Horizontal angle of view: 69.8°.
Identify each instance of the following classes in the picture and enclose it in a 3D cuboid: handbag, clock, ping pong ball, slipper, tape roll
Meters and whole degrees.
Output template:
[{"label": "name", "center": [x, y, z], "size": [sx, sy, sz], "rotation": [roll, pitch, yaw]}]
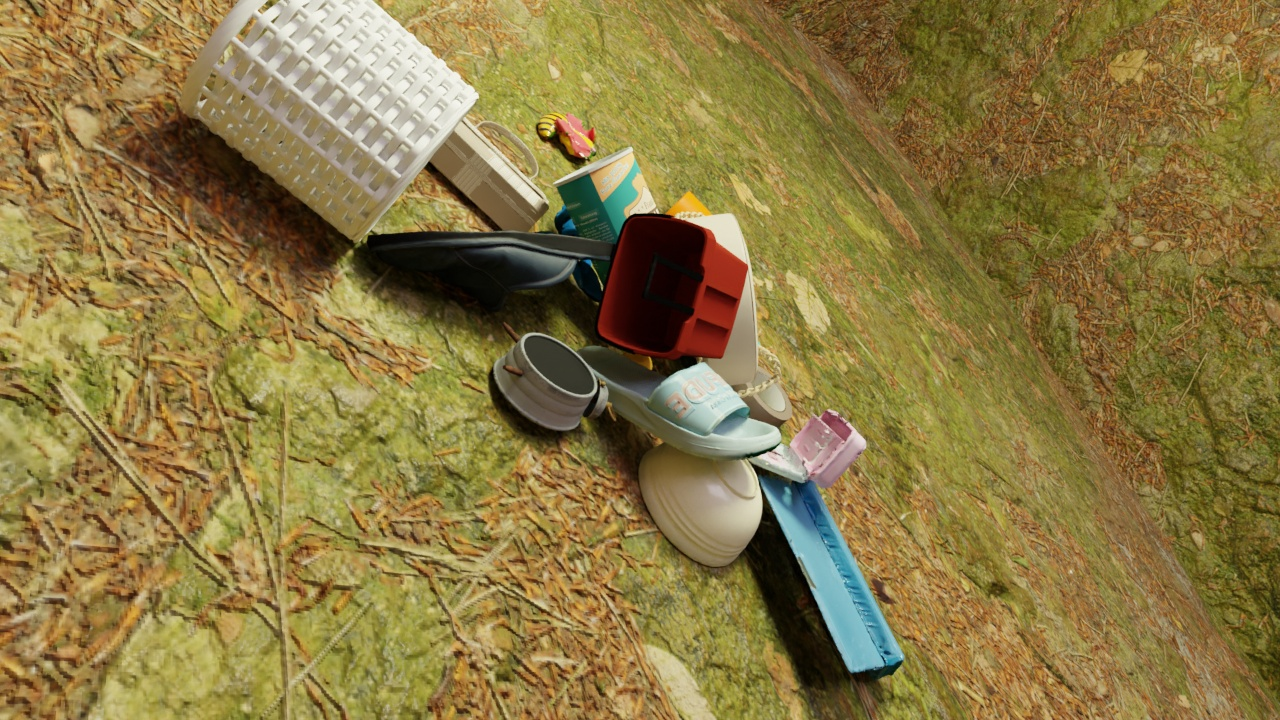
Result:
[{"label": "handbag", "center": [-0.178, -0.253, 1.140], "size": [0.175, 0.062, 0.197], "rotation": [43, 24, -11]}, {"label": "clock", "center": [-0.083, 0.027, 0.924], "size": [0.147, 0.056, 0.103], "rotation": [27, 26, -25]}, {"label": "ping pong ball", "center": [-0.006, 0.006, 1.069], "size": [0.040, 0.040, 0.040], "rotation": [33, 32, -25]}, {"label": "slipper", "center": [-0.145, -0.091, 0.942], "size": [0.265, 0.109, 0.083], "rotation": [-1, 97, -36]}, {"label": "handbag", "center": [0.104, -0.077, 1.156], "size": [0.208, 0.103, 0.211], "rotation": [-98, -179, -60]}, {"label": "tape roll", "center": [0.164, 0.051, 1.255], "size": [0.093, 0.030, 0.093], "rotation": [33, 32, -25]}, {"label": "slipper", "center": [0.034, 0.034, 0.971], "size": [0.245, 0.074, 0.103], "rotation": [26, 23, 22]}]

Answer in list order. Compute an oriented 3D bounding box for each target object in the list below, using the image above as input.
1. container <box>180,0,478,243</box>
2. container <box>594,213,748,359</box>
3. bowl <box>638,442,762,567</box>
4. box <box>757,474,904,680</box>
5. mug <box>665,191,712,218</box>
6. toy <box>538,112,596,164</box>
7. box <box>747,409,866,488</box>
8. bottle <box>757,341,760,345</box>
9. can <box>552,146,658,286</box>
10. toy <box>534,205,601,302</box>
[{"label": "container", "center": [-0.279, -0.237, 0.844], "size": [0.187, 0.190, 0.188], "rotation": [40, 30, -17]}, {"label": "container", "center": [0.018, -0.076, 0.947], "size": [0.127, 0.148, 0.200], "rotation": [17, 1, 37]}, {"label": "bowl", "center": [0.078, 0.138, 0.988], "size": [0.150, 0.075, 0.150], "rotation": [33, 33, -25]}, {"label": "box", "center": [0.217, 0.236, 1.022], "size": [0.175, 0.060, 0.231], "rotation": [42, 21, -61]}, {"label": "mug", "center": [0.069, -0.184, 1.379], "size": [0.096, 0.078, 0.112], "rotation": [45, 57, -6]}, {"label": "toy", "center": [-0.101, -0.329, 1.348], "size": [0.103, 0.046, 0.084], "rotation": [28, 48, -24]}, {"label": "box", "center": [0.181, 0.090, 1.088], "size": [0.101, 0.111, 0.201], "rotation": [40, 5, -1]}, {"label": "bottle", "center": [0.119, -0.065, 1.321], "size": [0.136, 0.044, 0.044], "rotation": [45, 29, -5]}, {"label": "can", "center": [-0.026, -0.160, 1.065], "size": [0.144, 0.099, 0.099], "rotation": [65, 26, -15]}, {"label": "toy", "center": [-0.085, -0.159, 1.127], "size": [0.112, 0.071, 0.176], "rotation": [31, 53, -31]}]
